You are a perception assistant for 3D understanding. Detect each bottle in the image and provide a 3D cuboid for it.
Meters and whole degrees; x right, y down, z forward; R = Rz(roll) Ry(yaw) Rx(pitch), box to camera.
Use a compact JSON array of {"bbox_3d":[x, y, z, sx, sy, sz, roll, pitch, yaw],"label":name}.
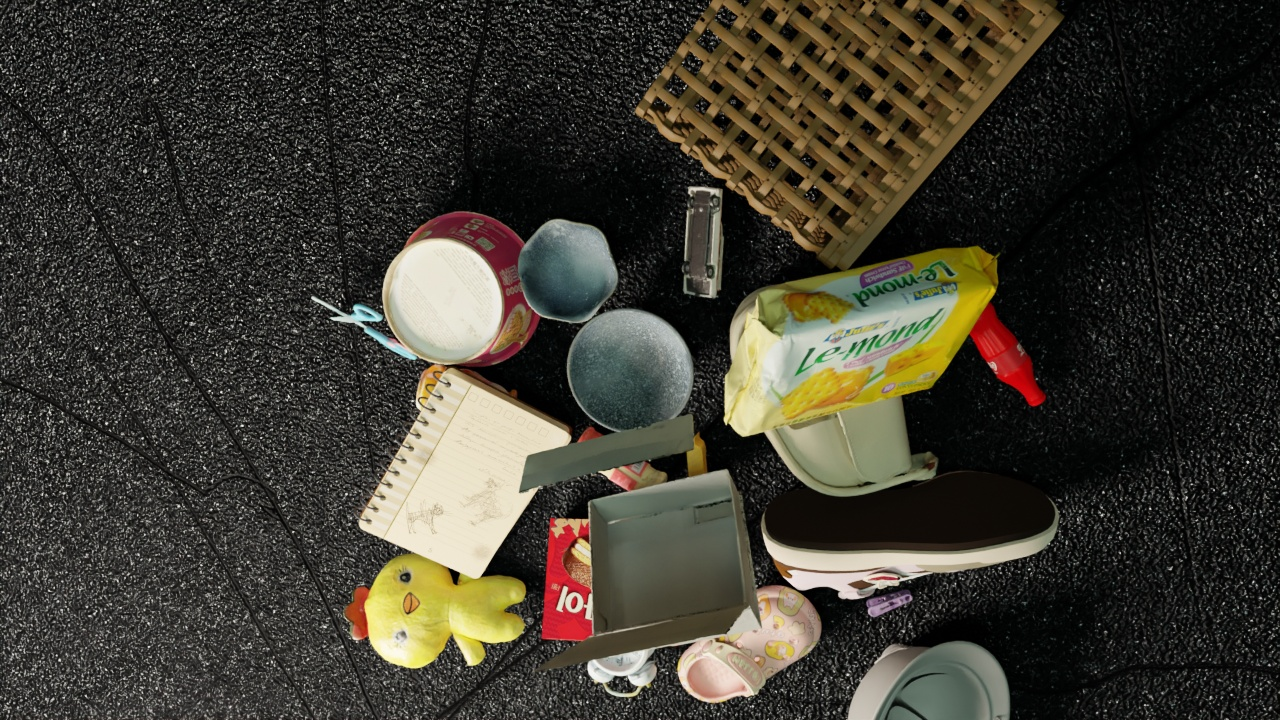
[{"bbox_3d":[-0.023,0.118,1.031,0.109,0.044,0.044,31,108,2],"label":"bottle"},{"bbox_3d":[-0.196,0.042,1.040,0.109,0.063,0.063,10,106,-3],"label":"bottle"},{"bbox_3d":[0.364,-0.005,0.916,0.036,0.036,0.119,-36,94,18],"label":"bottle"}]

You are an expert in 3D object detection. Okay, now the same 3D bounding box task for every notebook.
[{"bbox_3d":[-0.203,0.131,1.029,0.167,0.024,0.226,29,108,-15],"label":"notebook"}]

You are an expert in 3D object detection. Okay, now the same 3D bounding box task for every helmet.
[{"bbox_3d":[0.290,0.394,0.998,0.183,0.117,0.271,-8,110,-17],"label":"helmet"}]

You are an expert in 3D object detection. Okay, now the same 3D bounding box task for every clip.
[{"bbox_3d":[0.274,0.267,1.011,0.051,0.032,0.013,-22,97,15],"label":"clip"}]

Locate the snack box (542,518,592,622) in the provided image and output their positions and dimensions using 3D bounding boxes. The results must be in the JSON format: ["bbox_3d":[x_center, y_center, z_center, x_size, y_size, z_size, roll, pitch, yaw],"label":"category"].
[{"bbox_3d":[-0.029,0.249,1.036,0.152,0.036,0.132,-1,74,13],"label":"snack box"}]

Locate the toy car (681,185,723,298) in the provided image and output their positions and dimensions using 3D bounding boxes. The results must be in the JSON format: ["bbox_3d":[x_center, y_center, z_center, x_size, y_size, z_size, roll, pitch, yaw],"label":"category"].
[{"bbox_3d":[0.069,-0.123,0.952,0.039,0.039,0.113,13,107,36],"label":"toy car"}]

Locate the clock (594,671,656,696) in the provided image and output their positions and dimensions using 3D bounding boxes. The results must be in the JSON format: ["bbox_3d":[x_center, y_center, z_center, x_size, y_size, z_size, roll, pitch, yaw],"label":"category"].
[{"bbox_3d":[-0.021,0.337,1.076,0.083,0.057,0.117,0,97,12],"label":"clock"}]

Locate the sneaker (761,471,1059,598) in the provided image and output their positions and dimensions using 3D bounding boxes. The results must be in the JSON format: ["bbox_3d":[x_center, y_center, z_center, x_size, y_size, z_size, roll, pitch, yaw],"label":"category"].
[{"bbox_3d":[0.281,0.200,0.963,0.294,0.111,0.116,-8,124,13],"label":"sneaker"}]

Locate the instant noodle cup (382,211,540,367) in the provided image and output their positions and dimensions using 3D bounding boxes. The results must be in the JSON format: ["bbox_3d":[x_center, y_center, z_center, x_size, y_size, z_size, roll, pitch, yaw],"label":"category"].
[{"bbox_3d":[-0.203,-0.070,1.005,0.179,0.077,0.179,3,105,11],"label":"instant noodle cup"}]

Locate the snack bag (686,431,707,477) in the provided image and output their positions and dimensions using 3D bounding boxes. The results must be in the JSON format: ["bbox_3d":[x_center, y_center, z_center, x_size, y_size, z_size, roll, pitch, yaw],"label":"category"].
[{"bbox_3d":[0.064,0.130,1.023,0.020,0.026,0.099,-2,104,13],"label":"snack bag"}]

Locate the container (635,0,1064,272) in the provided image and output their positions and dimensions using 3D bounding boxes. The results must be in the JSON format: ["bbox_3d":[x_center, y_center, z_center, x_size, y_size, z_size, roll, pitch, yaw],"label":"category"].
[{"bbox_3d":[0.174,-0.251,0.800,0.214,0.219,0.252,39,108,1],"label":"container"}]

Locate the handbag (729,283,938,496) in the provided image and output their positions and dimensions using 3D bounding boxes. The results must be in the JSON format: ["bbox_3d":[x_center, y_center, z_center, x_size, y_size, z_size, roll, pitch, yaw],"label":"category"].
[{"bbox_3d":[0.194,0.034,0.923,0.184,0.131,0.229,-12,103,8],"label":"handbag"}]

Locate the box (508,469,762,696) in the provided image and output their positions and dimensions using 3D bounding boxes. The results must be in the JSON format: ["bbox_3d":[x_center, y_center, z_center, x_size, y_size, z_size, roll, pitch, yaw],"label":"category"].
[{"bbox_3d":[0.010,0.206,0.859,0.167,0.330,0.165,-15,87,11],"label":"box"}]

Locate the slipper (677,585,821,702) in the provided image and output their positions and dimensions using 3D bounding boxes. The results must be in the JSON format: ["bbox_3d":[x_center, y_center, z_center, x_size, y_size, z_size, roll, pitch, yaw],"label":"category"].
[{"bbox_3d":[0.118,0.336,1.028,0.093,0.081,0.198,42,117,-5],"label":"slipper"}]

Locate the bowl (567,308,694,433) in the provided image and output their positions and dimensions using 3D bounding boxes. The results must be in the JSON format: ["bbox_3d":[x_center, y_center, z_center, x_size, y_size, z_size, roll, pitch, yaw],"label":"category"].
[{"bbox_3d":[-0.006,0.006,0.990,0.137,0.057,0.137,3,105,12],"label":"bowl"}]

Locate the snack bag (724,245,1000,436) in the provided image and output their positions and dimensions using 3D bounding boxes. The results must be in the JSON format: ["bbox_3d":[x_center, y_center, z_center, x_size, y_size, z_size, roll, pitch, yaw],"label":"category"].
[{"bbox_3d":[0.189,-0.020,0.814,0.247,0.068,0.160,-13,145,-17],"label":"snack bag"}]

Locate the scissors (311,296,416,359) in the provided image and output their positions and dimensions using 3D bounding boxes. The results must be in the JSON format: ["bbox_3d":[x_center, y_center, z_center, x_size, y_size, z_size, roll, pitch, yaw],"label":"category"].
[{"bbox_3d":[-0.312,-0.043,1.033,0.135,0.130,0.015,25,70,-6],"label":"scissors"}]

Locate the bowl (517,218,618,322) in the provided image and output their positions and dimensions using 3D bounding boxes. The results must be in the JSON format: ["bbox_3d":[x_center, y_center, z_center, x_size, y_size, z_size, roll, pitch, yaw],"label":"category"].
[{"bbox_3d":[-0.071,-0.096,0.977,0.110,0.055,0.110,2,98,16],"label":"bowl"}]

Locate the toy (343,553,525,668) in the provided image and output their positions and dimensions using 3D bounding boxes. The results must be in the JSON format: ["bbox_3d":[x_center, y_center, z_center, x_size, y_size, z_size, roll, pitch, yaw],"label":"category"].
[{"bbox_3d":[-0.242,0.299,1.102,0.208,0.092,0.133,-3,70,7],"label":"toy"}]
